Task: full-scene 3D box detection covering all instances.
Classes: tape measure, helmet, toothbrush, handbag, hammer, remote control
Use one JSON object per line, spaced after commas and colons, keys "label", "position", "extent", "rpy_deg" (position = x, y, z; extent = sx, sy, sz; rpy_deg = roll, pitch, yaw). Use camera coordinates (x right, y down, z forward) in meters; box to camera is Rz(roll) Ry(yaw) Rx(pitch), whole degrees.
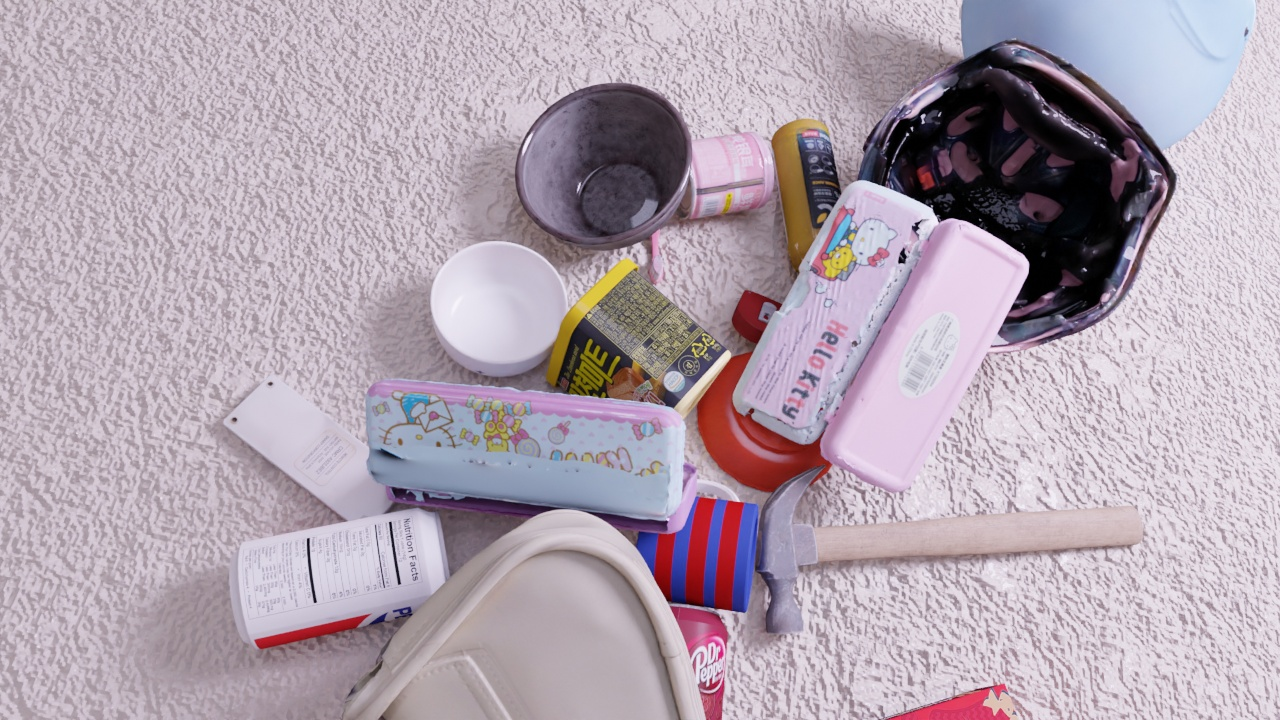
{"label": "tape measure", "position": [0.106, -0.032, 0.758], "extent": [0.059, 0.019, 0.051], "rpy_deg": [24, 37, 2]}
{"label": "helmet", "position": [0.281, -0.119, 0.762], "extent": [0.230, 0.152, 0.255], "rpy_deg": [35, 83, 2]}
{"label": "toothbrush", "position": [0.012, -0.129, 0.798], "extent": [0.021, 0.016, 0.134], "rpy_deg": [1, 66, -9]}
{"label": "handbag", "position": [-0.047, 0.212, 0.530], "extent": [0.184, 0.132, 0.229], "rpy_deg": [-31, 92, -4]}
{"label": "hammer", "position": [0.246, 0.136, 0.707], "extent": [0.331, 0.031, 0.119], "rpy_deg": [-1, 78, -12]}
{"label": "helmet", "position": [0.397, -0.279, 0.813], "extent": [0.265, 0.226, 0.166], "rpy_deg": [37, 69, -20]}
{"label": "remote control", "position": [-0.235, 0.068, 0.669], "extent": [0.136, 0.011, 0.050], "rpy_deg": [36, 65, 7]}

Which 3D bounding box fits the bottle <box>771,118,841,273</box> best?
{"label": "bottle", "position": [0.151, -0.120, 0.797], "extent": [0.053, 0.053, 0.186], "rpy_deg": [0, 66, -10]}

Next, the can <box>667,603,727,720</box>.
{"label": "can", "position": [0.024, 0.226, 0.614], "extent": [0.063, 0.063, 0.114], "rpy_deg": [10, 65, -6]}

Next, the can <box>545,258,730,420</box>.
{"label": "can", "position": [-0.004, 0.004, 0.673], "extent": [0.101, 0.131, 0.072], "rpy_deg": [41, 66, 7]}

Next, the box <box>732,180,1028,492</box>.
{"label": "box", "position": [0.175, -0.019, 0.672], "extent": [0.155, 0.059, 0.201], "rpy_deg": [28, 92, 5]}

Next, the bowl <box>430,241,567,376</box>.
{"label": "bowl", "position": [-0.110, -0.035, 0.714], "extent": [0.105, 0.054, 0.104], "rpy_deg": [3, 68, -8]}

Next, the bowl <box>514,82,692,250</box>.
{"label": "bowl", "position": [-0.025, -0.148, 0.759], "extent": [0.145, 0.067, 0.144], "rpy_deg": [-4, 71, 11]}

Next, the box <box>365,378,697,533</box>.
{"label": "box", "position": [-0.071, 0.053, 0.612], "extent": [0.214, 0.093, 0.089], "rpy_deg": [5, 20, 13]}

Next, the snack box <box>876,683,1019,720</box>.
{"label": "snack box", "position": [0.212, 0.316, 0.622], "extent": [0.132, 0.036, 0.152], "rpy_deg": [-11, 68, -14]}

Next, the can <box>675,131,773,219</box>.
{"label": "can", "position": [0.068, -0.160, 0.793], "extent": [0.076, 0.067, 0.067], "rpy_deg": [-11, 69, -14]}

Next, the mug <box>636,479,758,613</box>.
{"label": "mug", "position": [0.045, 0.124, 0.658], "extent": [0.076, 0.075, 0.111], "rpy_deg": [6, 31, 11]}

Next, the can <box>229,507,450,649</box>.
{"label": "can", "position": [-0.196, 0.143, 0.610], "extent": [0.132, 0.070, 0.070], "rpy_deg": [-10, 68, -14]}

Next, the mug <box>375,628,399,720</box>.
{"label": "mug", "position": [-0.114, 0.195, 0.577], "extent": [0.096, 0.123, 0.110], "rpy_deg": [12, 52, 37]}

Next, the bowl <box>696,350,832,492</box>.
{"label": "bowl", "position": [0.108, 0.041, 0.728], "extent": [0.122, 0.035, 0.121], "rpy_deg": [4, 66, -8]}
